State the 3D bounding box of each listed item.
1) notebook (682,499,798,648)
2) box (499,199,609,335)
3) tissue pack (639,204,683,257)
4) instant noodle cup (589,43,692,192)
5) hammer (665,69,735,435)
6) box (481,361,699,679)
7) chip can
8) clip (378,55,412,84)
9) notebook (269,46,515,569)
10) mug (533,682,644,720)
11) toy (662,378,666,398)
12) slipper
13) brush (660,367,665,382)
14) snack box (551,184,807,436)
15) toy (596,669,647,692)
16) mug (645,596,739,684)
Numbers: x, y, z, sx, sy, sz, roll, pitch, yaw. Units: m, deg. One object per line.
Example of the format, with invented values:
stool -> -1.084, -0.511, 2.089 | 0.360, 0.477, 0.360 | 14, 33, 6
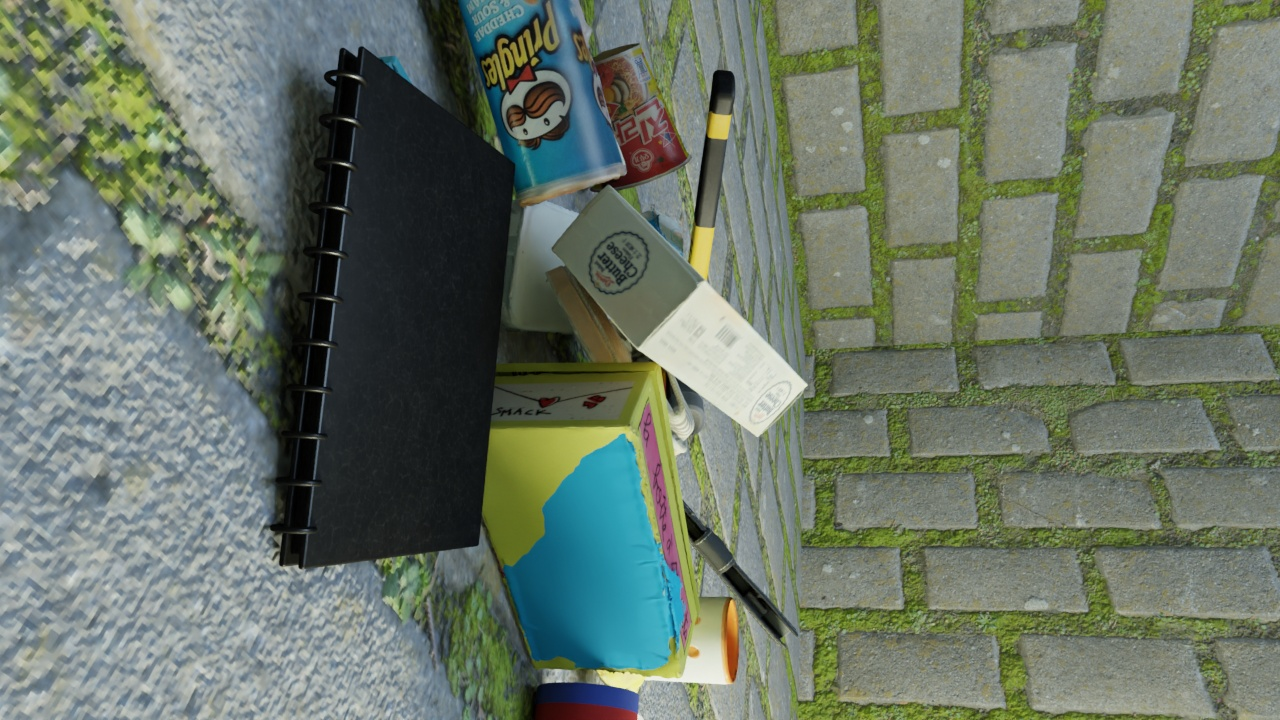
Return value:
notebook -> 0.063, 0.179, 0.879 | 0.209, 0.029, 0.169 | 46, -6, 5
box -> -0.059, -0.069, 0.709 | 0.213, 0.063, 0.118 | 5, 85, -77
tissue pack -> 0.004, -0.067, 0.869 | 0.092, 0.061, 0.145 | -87, -174, -51
instant noodle cup -> -0.016, -0.223, 0.837 | 0.100, 0.100, 0.112 | -68, 143, -59
hammer -> 0.055, -0.103, 0.852 | 0.169, 0.034, 0.325 | -92, -173, -60
box -> -0.034, 0.113, 0.625 | 0.079, 0.124, 0.221 | -68, 150, -54
chip can -> -0.072, -0.215, 0.569 | 0.079, 0.080, 0.229 | -50, 126, -69
clip -> -0.119, -0.112, 0.528 | 0.118, 0.033, 0.120 | -45, 132, -67
notebook -> -0.116, -0.017, 0.471 | 0.169, 0.019, 0.231 | 23, 71, -71
mug -> -0.030, 0.283, 0.666 | 0.112, 0.075, 0.076 | 37, 48, -45
toy -> 0.006, 0.052, 0.942 | 0.135, 0.045, 0.091 | 62, 26, -71
slipper -> -0.004, 0.004, 0.715 | 0.272, 0.054, 0.114 | 51, 15, -64
brush -> 0.026, 0.063, 1.027 | 0.017, 0.048, 0.126 | -23, 117, -30
snack box -> 0.034, -0.026, 0.628 | 0.104, 0.057, 0.208 | 49, 7, 32
toy -> -0.007, 0.220, 0.810 | 0.170, 0.065, 0.155 | -53, 147, -66
mug -> 0.040, 0.276, 0.909 | 0.082, 0.105, 0.082 | -2, 89, -75
